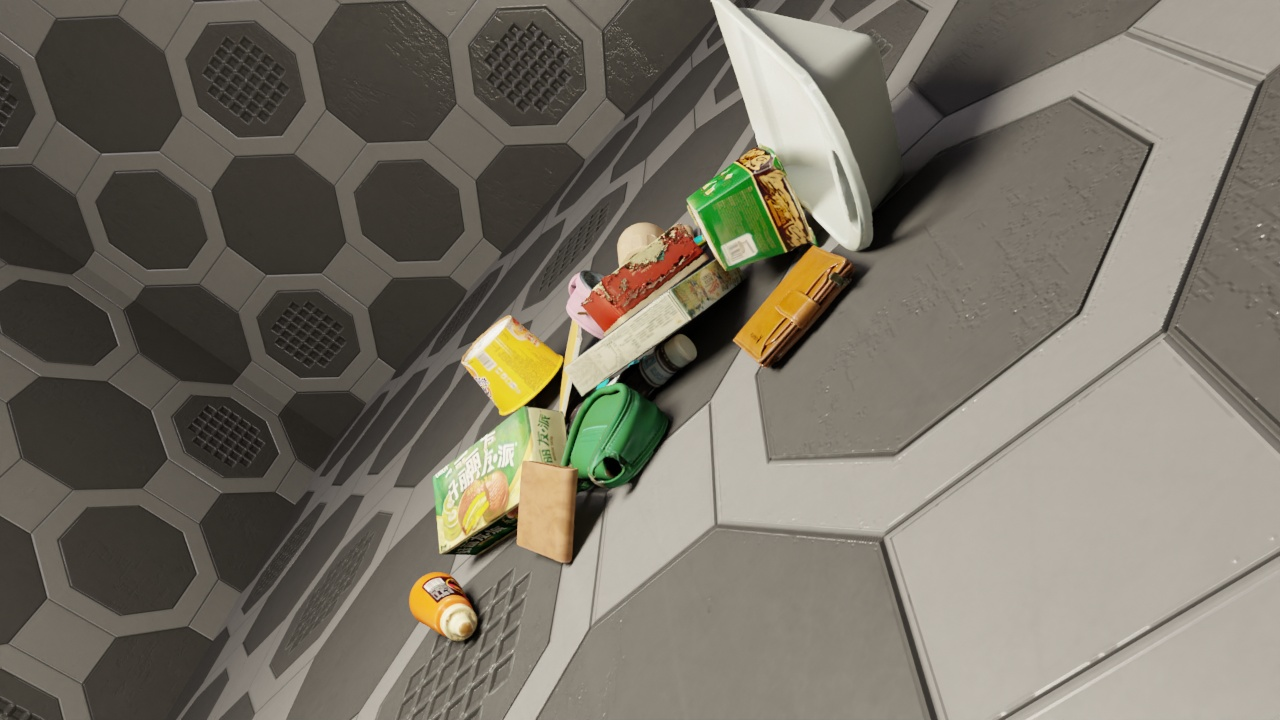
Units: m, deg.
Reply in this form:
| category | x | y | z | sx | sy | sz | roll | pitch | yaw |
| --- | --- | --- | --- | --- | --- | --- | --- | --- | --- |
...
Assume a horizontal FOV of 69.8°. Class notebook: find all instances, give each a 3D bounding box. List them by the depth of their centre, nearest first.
| category | x | y | z | sx | sy | sz | roll | pitch | yaw |
| --- | --- | --- | --- | --- | --- | --- | --- | --- | --- |
| notebook | -0.105 | -0.005 | 1.381 | 0.206 | 0.010 | 0.146 | -98 | 20 | -68 |

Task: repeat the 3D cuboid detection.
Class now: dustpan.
| category | x | y | z | sx | sy | sz | roll | pitch | yaw |
| --- | --- | --- | --- | --- | --- | --- | --- | --- | --- |
| dustpan | 0.154 | -0.223 | 0.918 | 0.258 | 0.223 | 0.142 | 23 | 61 | 42 |

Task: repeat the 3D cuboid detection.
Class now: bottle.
| category | x | y | z | sx | sy | sz | roll | pitch | yaw |
| --- | --- | --- | --- | --- | --- | --- | --- | --- | --- |
| bottle | -0.232 | 0.302 | 1.107 | 0.066 | 0.066 | 0.150 | -55 | 25 | -14 |
| bottle | -0.011 | 0.034 | 1.120 | 0.195 | 0.044 | 0.079 | -39 | 16 | 31 |

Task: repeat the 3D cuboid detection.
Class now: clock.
| category | x | y | z | sx | sy | sz | roll | pitch | yaw |
| --- | --- | --- | --- | --- | --- | --- | --- | --- | --- |
| clock | -0.052 | -0.083 | 1.350 | 0.060 | 0.117 | 0.158 | -57 | 16 | 19 |

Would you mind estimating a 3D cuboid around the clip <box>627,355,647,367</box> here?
| category | x | y | z | sx | sy | sz | roll | pitch | yaw |
| --- | --- | --- | --- | --- | --- | --- | --- | --- | --- |
| clip | -0.006 | 0.009 | 1.201 | 0.014 | 0.047 | 0.056 | -33 | 27 | 43 |

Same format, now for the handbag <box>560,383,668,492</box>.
| category | x | y | z | sx | sy | sz | roll | pitch | yaw |
| --- | --- | --- | --- | --- | --- | --- | --- | --- | --- |
| handbag | -0.037 | 0.091 | 1.027 | 0.120 | 0.068 | 0.132 | -59 | 19 | -23 |

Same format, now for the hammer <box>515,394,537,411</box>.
| category | x | y | z | sx | sy | sz | roll | pitch | yaw |
| --- | --- | --- | --- | --- | --- | --- | --- | --- | --- |
| hammer | -0.185 | 0.091 | 1.459 | 0.129 | 0.033 | 0.300 | -45 | 18 | 17 |

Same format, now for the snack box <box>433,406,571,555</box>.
| category | x | y | z | sx | sy | sz | roll | pitch | yaw |
| --- | --- | --- | --- | --- | --- | --- | --- | --- | --- |
| snack box | -0.180 | 0.160 | 1.180 | 0.241 | 0.063 | 0.114 | -36 | 55 | 40 |

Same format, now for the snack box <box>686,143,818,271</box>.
| category | x | y | z | sx | sy | sz | roll | pitch | yaw |
| --- | --- | --- | --- | --- | --- | --- | --- | --- | --- |
| snack box | 0.118 | -0.163 | 1.027 | 0.105 | 0.118 | 0.117 | -29 | 19 | 5 |

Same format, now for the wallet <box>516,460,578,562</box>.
| category | x | y | z | sx | sy | sz | roll | pitch | yaw |
| --- | --- | --- | --- | --- | --- | --- | --- | --- | --- |
| wallet | -0.106 | 0.165 | 1.022 | 0.115 | 0.020 | 0.101 | 1 | 86 | 57 |

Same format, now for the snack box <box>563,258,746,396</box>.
| category | x | y | z | sx | sy | sz | roll | pitch | yaw |
| --- | --- | --- | --- | --- | --- | --- | --- | --- | --- |
| snack box | 0.020 | -0.046 | 1.092 | 0.178 | 0.046 | 0.182 | -35 | 1 | 34 |

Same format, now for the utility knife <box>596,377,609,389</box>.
| category | x | y | z | sx | sy | sz | roll | pitch | yaw |
| --- | --- | --- | --- | --- | --- | --- | --- | --- | --- |
| utility knife | -0.066 | 0.072 | 1.235 | 0.029 | 0.013 | 0.150 | -37 | 24 | 45 |

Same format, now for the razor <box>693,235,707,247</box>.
| category | x | y | z | sx | sy | sz | roll | pitch | yaw |
| --- | --- | --- | --- | --- | --- | --- | --- | --- | --- |
| razor | 0.104 | -0.196 | 1.330 | 0.132 | 0.028 | 0.043 | -49 | -6 | -4 |

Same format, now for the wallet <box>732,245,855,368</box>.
| category | x | y | z | sx | sy | sz | roll | pitch | yaw |
| --- | --- | --- | --- | --- | --- | --- | --- | --- | --- |
| wallet | 0.154 | -0.052 | 0.910 | 0.131 | 0.035 | 0.119 | -50 | 11 | 5 |

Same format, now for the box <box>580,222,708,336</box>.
| category | x | y | z | sx | sy | sz | roll | pitch | yaw |
| --- | --- | --- | --- | --- | --- | --- | --- | --- | --- |
| box | 0.001 | -0.115 | 1.242 | 0.168 | 0.080 | 0.091 | -40 | 1 | -23 |

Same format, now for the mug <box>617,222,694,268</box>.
| category | x | y | z | sx | sy | sz | roll | pitch | yaw |
| --- | --- | --- | --- | --- | --- | --- | --- | --- | --- |
| mug | 0.025 | -0.161 | 1.394 | 0.125 | 0.084 | 0.103 | -20 | 25 | 8 |

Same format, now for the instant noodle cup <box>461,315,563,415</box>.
| category | x | y | z | sx | sy | sz | roll | pitch | yaw |
| --- | --- | --- | --- | --- | --- | --- | --- | --- | --- |
| instant noodle cup | -0.211 | 0.003 | 1.468 | 0.138 | 0.110 | 0.138 | -39 | 17 | 14 |
